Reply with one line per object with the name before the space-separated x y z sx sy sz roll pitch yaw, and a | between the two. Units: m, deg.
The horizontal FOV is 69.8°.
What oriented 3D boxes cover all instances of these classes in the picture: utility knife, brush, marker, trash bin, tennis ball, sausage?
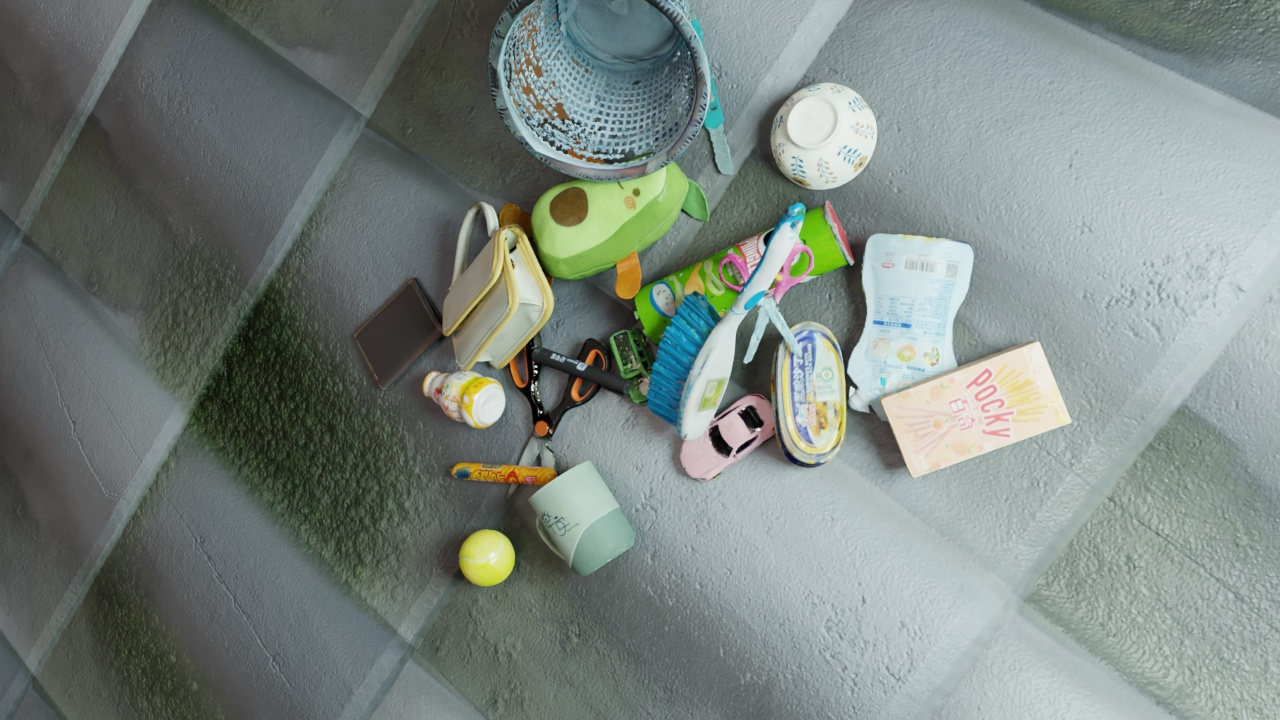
utility knife | 0.076 -0.308 1.053 0.029 0.013 0.209 -18 78 21
brush | 0.080 -0.040 0.912 0.109 0.060 0.315 53 139 41
marker | -0.068 0.012 1.052 0.132 0.020 0.022 20 125 27
trash bin | -0.030 -0.339 0.985 0.227 0.227 0.194 -12 40 21
tennis ball | -0.181 0.232 1.080 0.066 0.065 0.065 -2 84 23
sausage | -0.165 0.135 1.098 0.165 0.021 0.021 -1 84 31

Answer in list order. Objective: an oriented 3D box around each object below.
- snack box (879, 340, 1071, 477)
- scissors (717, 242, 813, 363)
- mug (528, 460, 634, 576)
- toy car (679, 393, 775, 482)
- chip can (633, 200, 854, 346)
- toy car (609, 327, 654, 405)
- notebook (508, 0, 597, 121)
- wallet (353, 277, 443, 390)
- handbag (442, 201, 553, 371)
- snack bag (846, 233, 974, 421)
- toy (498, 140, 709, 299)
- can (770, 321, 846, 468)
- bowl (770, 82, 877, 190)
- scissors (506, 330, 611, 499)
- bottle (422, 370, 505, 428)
snack box | 0.322 0.047 0.889 0.157 0.026 0.084 -22 88 13
scissors | 0.124 -0.062 0.933 0.128 0.017 0.133 24 99 18
mug | -0.071 0.185 1.030 0.112 0.082 0.106 -39 80 37
toy car | 0.095 0.084 0.995 0.122 0.037 0.056 -38 70 16
chip can | 0.107 -0.090 0.988 0.236 0.072 0.072 -23 76 20
toy car | -0.006 0.006 1.046 0.043 0.036 0.091 -25 79 17
notebook | -0.088 -0.400 1.135 0.148 0.008 0.207 8 88 23
wallet | -0.313 -0.036 1.189 0.122 0.020 0.096 -40 66 16
handbag | -0.188 -0.093 1.085 0.164 0.063 0.178 -41 63 43
snack bag | 0.271 -0.030 0.927 0.110 0.039 0.191 7 91 6
toy | -0.050 -0.160 1.050 0.247 0.090 0.226 -26 69 17
can | 0.174 0.036 0.946 0.074 0.049 0.148 -1 79 5
bowl | 0.189 -0.244 0.974 0.114 0.062 0.113 -3 83 24
scissors | -0.113 0.058 1.097 0.221 0.021 0.222 -44 68 19
bottle | -0.217 0.042 1.117 0.108 0.063 0.063 16 91 35
